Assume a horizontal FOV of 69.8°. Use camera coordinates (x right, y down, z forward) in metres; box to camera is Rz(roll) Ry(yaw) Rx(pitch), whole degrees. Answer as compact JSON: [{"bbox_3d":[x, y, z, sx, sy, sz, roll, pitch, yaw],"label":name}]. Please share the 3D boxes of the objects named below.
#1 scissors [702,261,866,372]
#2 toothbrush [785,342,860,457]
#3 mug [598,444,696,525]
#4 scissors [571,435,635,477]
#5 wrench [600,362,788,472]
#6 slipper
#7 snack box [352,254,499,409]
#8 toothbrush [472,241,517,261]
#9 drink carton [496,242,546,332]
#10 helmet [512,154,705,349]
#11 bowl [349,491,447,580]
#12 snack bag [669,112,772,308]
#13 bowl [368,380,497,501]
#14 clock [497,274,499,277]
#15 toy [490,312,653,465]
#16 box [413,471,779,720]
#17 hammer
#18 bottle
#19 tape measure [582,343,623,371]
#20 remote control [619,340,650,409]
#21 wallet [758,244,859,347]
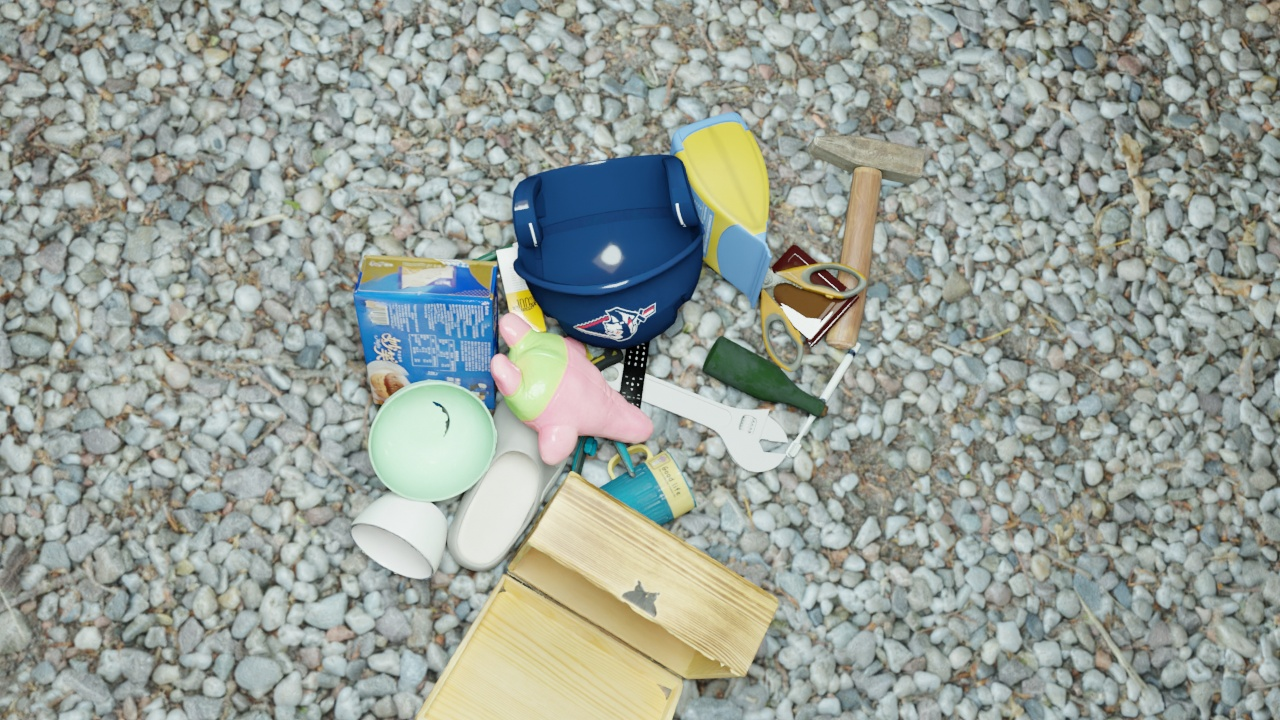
[{"bbox_3d":[0.194,-0.102,1.229,0.216,0.016,0.225,-25,75,7],"label":"scissors"},{"bbox_3d":[0.250,0.053,1.245,0.012,0.017,0.186,36,80,-15],"label":"toothbrush"},{"bbox_3d":[0.000,0.164,1.181,0.107,0.083,0.113,-28,58,-6],"label":"mug"},{"bbox_3d":[-0.048,0.104,1.177,0.125,0.019,0.153,16,73,29],"label":"scissors"},{"bbox_3d":[0.067,0.073,1.225,0.273,0.018,0.086,21,81,-2],"label":"wrench"},{"bbox_3d":[-0.154,0.142,1.150,0.113,0.081,0.265,30,80,-17],"label":"slipper"},{"bbox_3d":[-0.251,-0.029,1.109,0.155,0.203,0.069,2,50,-6],"label":"snack box"},{"bbox_3d":[-0.139,-0.171,1.234,0.189,0.016,0.017,-26,88,-9],"label":"toothbrush"},{"bbox_3d":[-0.156,-0.089,1.200,0.040,0.058,0.122,-12,84,-8],"label":"drink carton"},{"bbox_3d":[-0.035,-0.119,1.116,0.232,0.271,0.223,-7,108,6],"label":"helmet"},{"bbox_3d":[-0.289,0.209,1.125,0.116,0.117,0.065,29,52,-2],"label":"bowl"},{"bbox_3d":[0.114,-0.184,1.173,0.102,0.159,0.205,-20,72,-8],"label":"snack bag"},{"bbox_3d":[-0.256,0.088,1.115,0.150,0.077,0.151,-6,109,-19],"label":"bowl"},{"bbox_3d":[-0.250,-0.074,1.190,0.137,0.048,0.096,1,82,1],"label":"clock"},{"bbox_3d":[-0.084,0.041,1.118,0.236,0.097,0.191,31,45,-24],"label":"toy"},{"bbox_3d":[-0.067,0.356,1.064,0.279,0.285,0.322,30,68,-2],"label":"box"},{"bbox_3d":[0.293,-0.163,1.268,0.158,0.037,0.300,11,81,-4],"label":"hammer"},{"bbox_3d":[0.170,0.030,1.220,0.174,0.055,0.055,27,81,-2],"label":"bottle"},{"bbox_3d":[-0.061,-0.014,1.207,0.061,0.034,0.061,-31,71,-7],"label":"tape measure"},{"bbox_3d":[-0.007,0.007,1.216,0.030,0.009,0.140,9,73,-3],"label":"remote control"},{"bbox_3d":[0.220,-0.088,1.237,0.115,0.018,0.091,43,92,17],"label":"wallet"}]
